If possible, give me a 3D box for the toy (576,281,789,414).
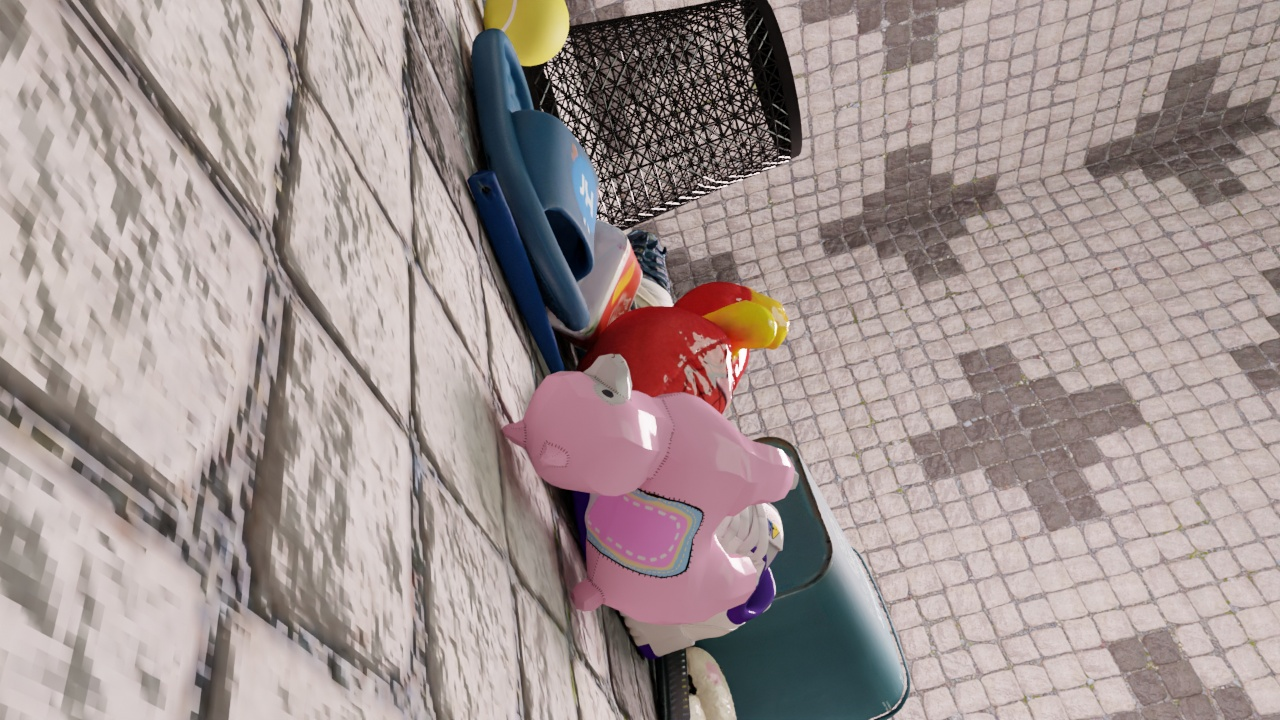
[{"bbox_3d":[0.026,0.010,0.658,0.099,0.148,0.215,35,26,14],"label":"toy"}]

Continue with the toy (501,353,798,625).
[{"bbox_3d":[0.002,0.063,0.431,0.067,0.157,0.123,29,-78,46],"label":"toy"}]

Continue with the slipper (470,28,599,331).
[{"bbox_3d":[-0.061,-0.119,0.559,0.104,0.059,0.213,63,10,-65],"label":"slipper"}]

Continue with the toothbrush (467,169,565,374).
[{"bbox_3d":[-0.058,-0.021,0.519,0.017,0.016,0.190,-114,-175,-55],"label":"toothbrush"}]

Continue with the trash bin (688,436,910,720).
[{"bbox_3d":[0.105,0.203,0.806,0.196,0.199,0.219,-104,169,-46],"label":"trash bin"}]

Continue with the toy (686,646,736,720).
[{"bbox_3d":[0.044,0.255,0.673,0.112,0.050,0.087,77,-3,-72],"label":"toy"}]

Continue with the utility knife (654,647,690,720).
[{"bbox_3d":[0.021,0.214,0.636,0.029,0.020,0.202,38,26,-27],"label":"utility knife"}]

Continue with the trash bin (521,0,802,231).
[{"bbox_3d":[0.021,-0.250,0.924,0.217,0.243,0.217,-14,88,-87],"label":"trash bin"}]

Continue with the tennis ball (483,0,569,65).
[{"bbox_3d":[-0.087,-0.260,0.703,0.065,0.065,0.065,-14,88,-87],"label":"tennis ball"}]

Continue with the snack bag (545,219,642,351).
[{"bbox_3d":[-0.030,-0.047,0.645,0.116,0.036,0.077,52,61,-81],"label":"snack bag"}]

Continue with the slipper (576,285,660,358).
[{"bbox_3d":[-0.005,0.005,0.788,0.118,0.060,0.295,-80,154,-55],"label":"slipper"}]

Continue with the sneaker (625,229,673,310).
[{"bbox_3d":[-0.006,-0.093,0.935,0.087,0.079,0.235,27,9,-12],"label":"sneaker"}]

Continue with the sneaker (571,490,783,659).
[{"bbox_3d":[0.028,0.097,0.554,0.244,0.111,0.091,71,5,-46],"label":"sneaker"}]
